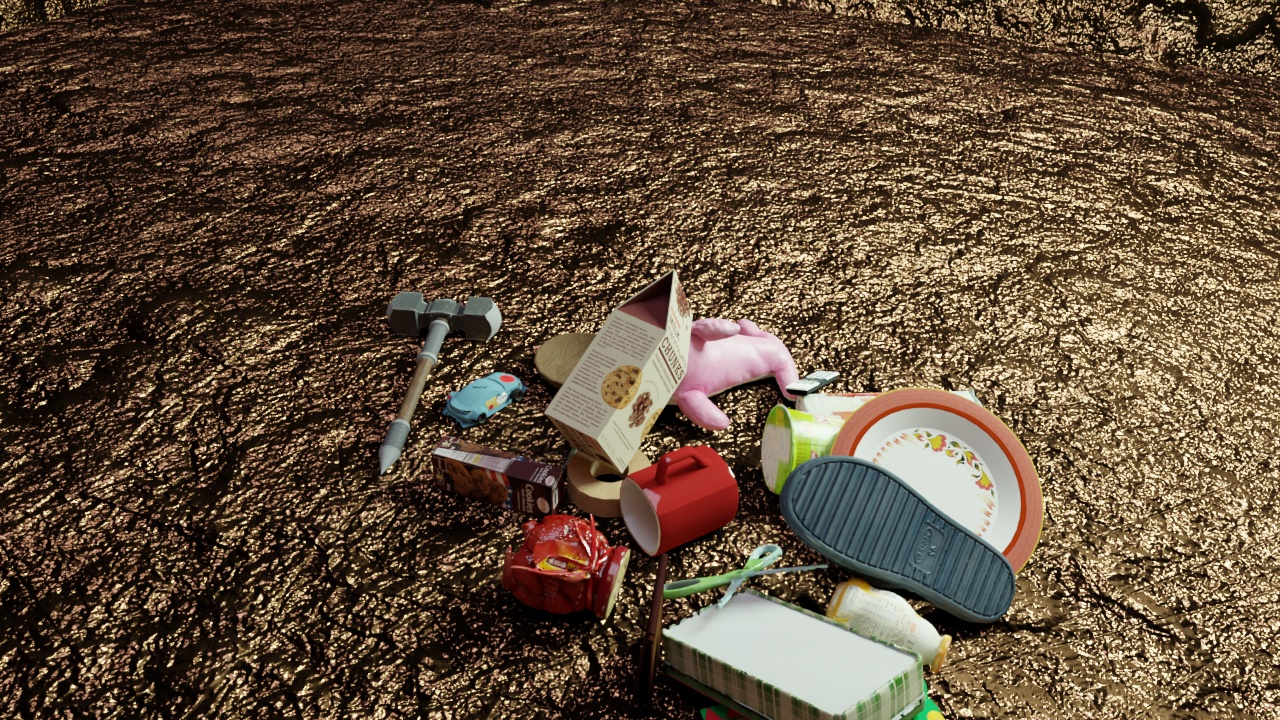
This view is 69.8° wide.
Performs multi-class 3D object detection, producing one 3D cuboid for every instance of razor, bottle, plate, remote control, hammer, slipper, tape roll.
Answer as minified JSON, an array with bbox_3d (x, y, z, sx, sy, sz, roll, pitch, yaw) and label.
[{"bbox_3d":[-0.068,0.093,1.072,0.042,0.026,0.105,16,42,13],"label":"razor"},{"bbox_3d":[-0.072,0.192,0.869,0.111,0.099,0.098,18,38,9],"label":"bottle"},{"bbox_3d":[0.309,0.137,0.971,0.230,0.021,0.229,2,65,-4],"label":"plate"},{"bbox_3d":[0.228,0.247,0.845,0.108,0.063,0.063,22,40,24],"label":"bottle"},{"bbox_3d":[0.216,0.028,1.149,0.028,0.012,0.124,4,11,29],"label":"remote control"},{"bbox_3d":[-0.275,0.024,1.140,0.156,0.043,0.321,4,39,2],"label":"hammer"},{"bbox_3d":[0.242,0.173,0.896,0.263,0.083,0.101,29,75,-12],"label":"slipper"},{"bbox_3d":[-0.034,0.130,1.016,0.094,0.027,0.093,2,36,-2],"label":"tape roll"}]

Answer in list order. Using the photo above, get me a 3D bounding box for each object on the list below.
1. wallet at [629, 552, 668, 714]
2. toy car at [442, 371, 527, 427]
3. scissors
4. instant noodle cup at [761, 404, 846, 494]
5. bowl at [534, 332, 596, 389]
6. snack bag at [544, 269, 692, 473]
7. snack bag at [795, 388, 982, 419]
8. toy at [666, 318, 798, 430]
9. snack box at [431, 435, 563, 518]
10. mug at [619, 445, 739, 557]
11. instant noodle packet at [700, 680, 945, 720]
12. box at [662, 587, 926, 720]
[{"bbox_3d":[0.009,0.239,0.796,0.018,0.116,0.091,8,37,5],"label":"wallet"},{"bbox_3d":[-0.190,0.039,1.129,0.060,0.028,0.107,29,44,31],"label":"toy car"},{"bbox_3d":[0.096,0.206,0.878,0.172,0.021,0.172,-11,-2,20],"label":"scissors"},{"bbox_3d":[0.202,0.101,1.024,0.108,0.099,0.098,4,36,-11],"label":"instant noodle cup"},{"bbox_3d":[-0.077,0.008,1.177,0.118,0.030,0.117,2,36,-1],"label":"bowl"},{"bbox_3d":[-0.006,0.006,1.004,0.070,0.094,0.206,25,72,27],"label":"snack bag"},{"bbox_3d":[0.305,0.071,1.112,0.225,0.041,0.077,0,37,-6],"label":"snack bag"},{"bbox_3d":[0.081,-0.009,1.133,0.265,0.128,0.186,-5,45,-26],"label":"toy"},{"bbox_3d":[-0.154,0.127,0.992,0.141,0.051,0.031,14,38,14],"label":"snack box"},{"bbox_3d":[0.041,0.133,0.943,0.096,0.117,0.080,-19,47,-26],"label":"mug"},{"bbox_3d":[0.179,0.342,0.688,0.195,0.090,0.252,-9,32,-13],"label":"instant noodle packet"},{"bbox_3d":[0.121,0.255,0.764,0.117,0.050,0.206,-17,15,-38],"label":"box"}]
